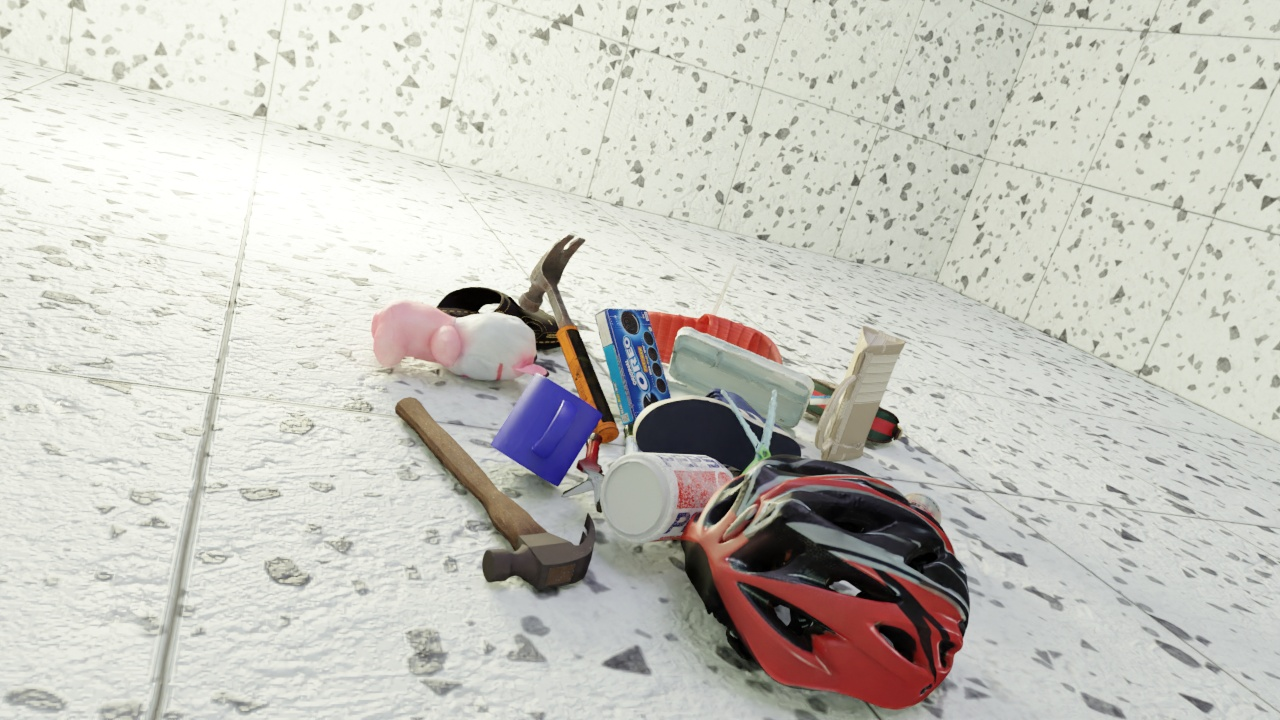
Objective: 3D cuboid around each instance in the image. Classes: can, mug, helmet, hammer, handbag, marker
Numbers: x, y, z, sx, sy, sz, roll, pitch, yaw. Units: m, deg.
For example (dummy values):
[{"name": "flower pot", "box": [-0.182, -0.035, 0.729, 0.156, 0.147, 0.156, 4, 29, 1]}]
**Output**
[{"name": "can", "box": [0.291, 0.185, 1.008, 0.054, 0.054, 0.135, 25, 17, 25]}, {"name": "mug", "box": [-0.089, 0.068, 0.892, 0.079, 0.083, 0.111, 33, -8, -9]}, {"name": "can", "box": [0.030, 0.125, 0.843, 0.078, 0.078, 0.136, 28, 9, 33]}, {"name": "helmet", "box": [0.164, 0.176, 0.766, 0.271, 0.167, 0.217, 21, 17, -33]}, {"name": "hammer", "box": [-0.079, -0.028, 1.152, 0.035, 0.138, 0.314, 13, 37, -34]}, {"name": "hammer", "box": [-0.153, 0.111, 0.855, 0.115, 0.033, 0.323, 1, 22, -39]}, {"name": "handbag", "box": [0.266, 0.058, 1.197, 0.062, 0.176, 0.197, 24, 20, 23]}, {"name": "marker", "box": [-0.010, 0.105, 1.039, 0.017, 0.017, 0.146, 15, 16, -6]}, {"name": "handbag", "box": [0.323, 0.077, 1.404, 0.166, 0.063, 0.138, 25, 8, 27]}]

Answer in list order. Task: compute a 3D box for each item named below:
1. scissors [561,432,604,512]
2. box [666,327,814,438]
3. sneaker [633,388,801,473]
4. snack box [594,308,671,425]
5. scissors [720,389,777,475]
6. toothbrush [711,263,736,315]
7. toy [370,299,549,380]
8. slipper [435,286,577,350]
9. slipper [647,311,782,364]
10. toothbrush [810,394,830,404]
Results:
[{"name": "scissors", "box": [-0.031, 0.111, 0.921, 0.179, 0.015, 0.187, 12, 16, -36]}, {"name": "box", "box": [0.119, 0.058, 1.262, 0.215, 0.107, 0.124, 22, 46, 15]}, {"name": "sneaker", "box": [0.072, 0.070, 1.085, 0.232, 0.091, 0.118, 15, 17, -31]}, {"name": "snack box", "box": [-0.007, 0.007, 1.172, 0.027, 0.150, 0.082, -24, -13, 37]}, {"name": "scissors", "box": [0.139, 0.108, 1.020, 0.167, 0.171, 0.023, 32, -33, -18]}, {"name": "toothbrush", "box": [0.117, -0.070, 1.451, 0.010, 0.182, 0.010, 35, 21, 35]}, {"name": "toy", "box": [-0.221, -0.024, 1.132, 0.213, 0.084, 0.142, 11, 9, -20]}, {"name": "slipper", "box": [-0.206, -0.065, 1.302, 0.267, 0.076, 0.113, 4, 21, -37]}, {"name": "slipper", "box": [0.101, -0.020, 1.418, 0.249, 0.103, 0.059, 15, 2, 3]}, {"name": "toothbrush", "box": [0.210, 0.058, 1.322, 0.016, 0.014, 0.167, 5, -7, -36]}]
